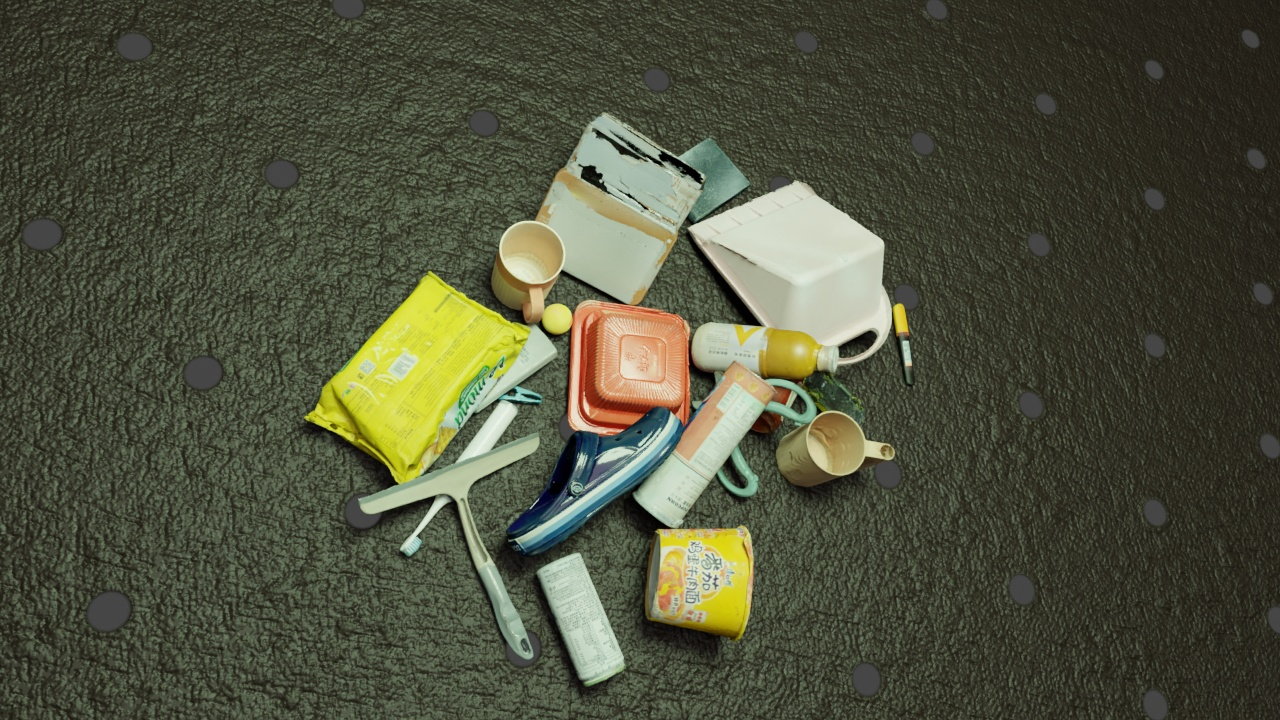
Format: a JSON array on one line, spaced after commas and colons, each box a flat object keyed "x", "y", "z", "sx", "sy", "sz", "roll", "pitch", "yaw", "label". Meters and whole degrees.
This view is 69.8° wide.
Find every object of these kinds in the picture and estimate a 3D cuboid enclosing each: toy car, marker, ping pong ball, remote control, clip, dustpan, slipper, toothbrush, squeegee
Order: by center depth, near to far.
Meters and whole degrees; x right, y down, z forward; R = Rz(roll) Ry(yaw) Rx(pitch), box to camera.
[{"x": -0.183, "y": 0.239, "z": 1.090, "sx": 0.245, "sy": 0.039, "sz": 0.246, "roll": -20, "pitch": 85, "yaw": -39, "label": "squeegee"}, {"x": -0.065, "y": 0.132, "z": 1.106, "sx": 0.252, "sy": 0.105, "sz": 0.095, "roll": -38, "pitch": 100, "yaw": -17, "label": "slipper"}, {"x": -0.221, "y": 0.141, "z": 1.115, "sx": 0.026, "sy": 0.027, "sz": 0.220, "roll": 41, "pitch": 65, "yaw": -16, "label": "toothbrush"}, {"x": -0.174, "y": 0.009, "z": 1.163, "sx": 0.135, "sy": 0.019, "sz": 0.056, "roll": -37, "pitch": 70, "yaw": -17, "label": "remote control"}, {"x": -0.153, "y": 0.045, "z": 1.173, "sx": 0.056, "sy": 0.015, "sz": 0.049, "roll": 12, "pitch": 67, "yaw": -11, "label": "clip"}, {"x": -0.109, "y": -0.054, "z": 1.203, "sx": 0.040, "sy": 0.040, "sz": 0.040, "roll": 5, "pitch": 71, "yaw": -15, "label": "ping pong ball"}, {"x": 0.267, "y": 0.055, "z": 1.282, "sx": 0.105, "sy": 0.032, "sz": 0.048, "roll": 42, "pitch": 66, "yaw": -12, "label": "toy car"}, {"x": 0.225, "y": -0.117, "z": 1.304, "sx": 0.222, "sy": 0.139, "sz": 0.273, "roll": -24, "pitch": 42, "yaw": -23, "label": "dustpan"}, {"x": 0.388, "y": -0.023, "z": 1.352, "sx": 0.018, "sy": 0.015, "sz": 0.123, "roll": -2, "pitch": 76, "yaw": -15, "label": "marker"}]

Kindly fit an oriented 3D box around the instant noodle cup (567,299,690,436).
[{"x": -0.007, "y": 0.007, "z": 1.193, "sx": 0.164, "sy": 0.079, "sz": 0.188, "roll": 6, "pitch": 70, "yaw": -15, "label": "instant noodle cup"}]

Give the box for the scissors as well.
[{"x": 0.152, "y": 0.085, "z": 1.187, "sx": 0.019, "sy": 0.179, "sz": 0.170, "roll": -5, "pitch": 78, "yaw": -60, "label": "scissors"}]

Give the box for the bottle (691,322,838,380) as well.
[{"x": 0.163, "y": -0.010, "z": 1.207, "sx": 0.190, "sy": 0.068, "sz": 0.068, "roll": 6, "pitch": 66, "yaw": 24, "label": "bottle"}]

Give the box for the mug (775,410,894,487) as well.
[{"x": 0.254, "y": 0.123, "z": 1.217, "sx": 0.124, "sy": 0.104, "sz": 0.084, "roll": 10, "pitch": 70, "yaw": -13, "label": "mug"}]

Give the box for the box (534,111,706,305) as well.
[{"x": -0.032, "y": -0.201, "z": 1.252, "sx": 0.183, "sy": 0.194, "sz": 0.156, "roll": 31, "pitch": 23, "yaw": -5, "label": "box"}]

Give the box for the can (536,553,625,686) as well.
[{"x": -0.071, "y": 0.306, "z": 1.088, "sx": 0.058, "sy": 0.058, "sz": 0.146, "roll": -20, "pitch": 79, "yaw": -21, "label": "can"}]

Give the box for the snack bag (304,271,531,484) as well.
[{"x": -0.267, "y": 0.014, "z": 1.106, "sx": 0.158, "sy": 0.068, "sz": 0.246, "roll": 33, "pitch": 68, "yaw": 10, "label": "snack bag"}]

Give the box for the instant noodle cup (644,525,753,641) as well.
[{"x": 0.067, "y": 0.263, "z": 1.108, "sx": 0.110, "sy": 0.138, "sz": 0.137, "roll": 8, "pitch": 70, "yaw": -6, "label": "instant noodle cup"}]

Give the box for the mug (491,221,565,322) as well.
[{"x": -0.143, "y": -0.104, "z": 1.173, "sx": 0.081, "sy": 0.106, "sz": 0.114, "roll": -7, "pitch": 75, "yaw": -18, "label": "mug"}]

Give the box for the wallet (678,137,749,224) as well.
[{"x": 0.091, "y": -0.265, "z": 1.342, "sx": 0.120, "sy": 0.019, "sz": 0.097, "roll": -37, "pitch": 85, "yaw": -25, "label": "wallet"}]

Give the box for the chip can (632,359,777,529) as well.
[{"x": 0.081, "y": 0.103, "z": 1.145, "sx": 0.071, "sy": 0.071, "sz": 0.215, "roll": 37, "pitch": 92, "yaw": -2, "label": "chip can"}]

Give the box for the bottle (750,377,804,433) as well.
[{"x": 0.203, "y": 0.007, "z": 1.265, "sx": 0.060, "sy": 0.060, "sz": 0.205, "roll": 35, "pitch": 63, "yaw": -3, "label": "bottle"}]
